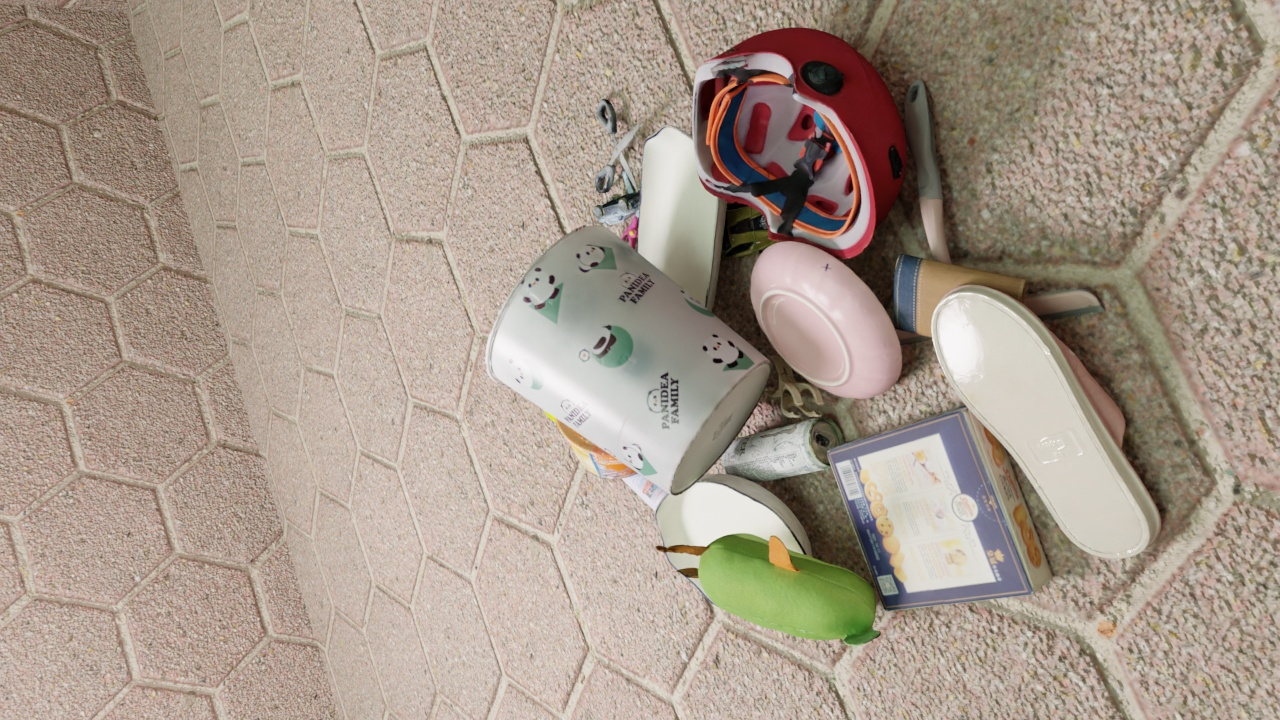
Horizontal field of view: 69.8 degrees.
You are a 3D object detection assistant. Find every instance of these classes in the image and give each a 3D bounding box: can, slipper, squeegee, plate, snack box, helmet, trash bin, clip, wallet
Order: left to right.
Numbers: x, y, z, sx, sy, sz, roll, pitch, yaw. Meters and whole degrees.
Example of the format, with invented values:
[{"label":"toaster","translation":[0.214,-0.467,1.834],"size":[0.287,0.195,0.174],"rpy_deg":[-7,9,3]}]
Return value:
[{"label":"trash bin","translation":[-0.006,0.006,1.038],"size":[0.252,0.228,0.230],"rpy_deg":[37,128,18]},{"label":"can","translation":[0.005,0.156,1.263],"size":[0.134,0.053,0.053],"rpy_deg":[40,128,37]},{"label":"plate","translation":[0.053,-0.151,1.100],"size":[0.162,0.034,0.266],"rpy_deg":[46,144,43]},{"label":"plate","translation":[0.116,0.220,1.106],"size":[0.205,0.045,0.205],"rpy_deg":[20,130,25]},{"label":"can","translation":[0.162,0.106,1.057],"size":[0.147,0.058,0.058],"rpy_deg":[-22,82,51]},{"label":"clip","translation":[0.170,0.033,1.032],"size":[0.100,0.034,0.070],"rpy_deg":[-124,36,-63]},{"label":"plate","translation":[0.179,-0.032,0.945],"size":[0.192,0.039,0.193],"rpy_deg":[42,158,22]},{"label":"helmet","translation":[0.170,-0.221,0.888],"size":[0.240,0.143,0.207],"rpy_deg":[40,157,25]},{"label":"snack box","translation":[0.293,0.151,0.921],"size":[0.183,0.045,0.178],"rpy_deg":[-27,79,50]},{"label":"squeegee","translation":[0.279,-0.143,0.866],"size":[0.248,0.040,0.249],"rpy_deg":[-13,89,51]},{"label":"wallet","translation":[0.291,-0.052,0.841],"size":[0.115,0.033,0.090],"rpy_deg":[17,141,31]},{"label":"slipper","translation":[0.356,0.048,0.803],"size":[0.274,0.054,0.114],"rpy_deg":[56,143,5]}]

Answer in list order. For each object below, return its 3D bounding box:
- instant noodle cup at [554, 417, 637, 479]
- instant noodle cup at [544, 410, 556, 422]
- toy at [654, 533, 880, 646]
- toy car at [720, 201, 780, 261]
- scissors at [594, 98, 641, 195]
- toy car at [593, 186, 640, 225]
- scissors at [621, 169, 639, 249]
[{"label":"instant noodle cup","translation":[-0.034,0.081,1.209],"size":[0.151,0.151,0.112],"rpy_deg":[54,165,26]},{"label":"instant noodle cup","translation":[-0.094,0.026,1.314],"size":[0.111,0.111,0.124],"rpy_deg":[48,140,32]},{"label":"toy","translation":[0.143,0.245,1.004],"size":[0.247,0.089,0.227],"rpy_deg":[15,153,19]},{"label":"toy car","translation":[0.124,-0.153,1.049],"size":[0.158,0.042,0.070],"rpy_deg":[-8,93,53]},{"label":"scissors","translation":[-0.031,-0.267,1.190],"size":[0.160,0.014,0.178],"rpy_deg":[108,151,-45]},{"label":"toy car","translation":[-0.024,-0.199,1.193],"size":[0.091,0.042,0.034],"rpy_deg":[-5,114,52]},{"label":"scissors","translation":[0.003,-0.191,1.205],"size":[0.118,0.017,0.133],"rpy_deg":[30,118,44]}]
